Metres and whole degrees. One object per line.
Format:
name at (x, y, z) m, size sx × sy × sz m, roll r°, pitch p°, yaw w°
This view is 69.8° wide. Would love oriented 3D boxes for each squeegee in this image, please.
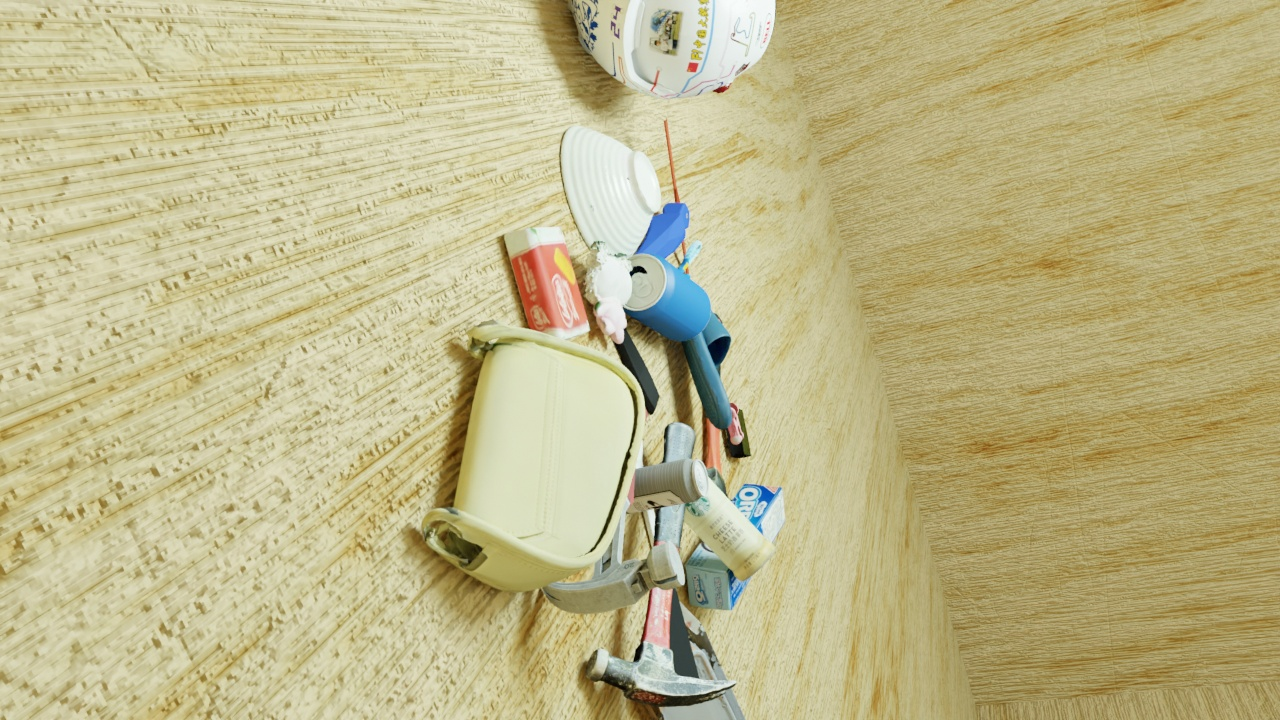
squeegee at (0.032, -0.171, 1.226) m, size 0.184 × 0.055 × 0.250 m, roll -54°, pitch 142°, yaw -48°

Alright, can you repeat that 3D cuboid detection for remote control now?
remote control at (-0.006, 0.006, 1.084) m, size 0.125 × 0.010 × 0.039 m, roll 64°, pitch 25°, yaw -26°

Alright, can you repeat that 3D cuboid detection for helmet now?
helmet at (0.028, -0.461, 1.160) m, size 0.314 × 0.236 × 0.231 m, roll -107°, pitch -159°, yaw -51°

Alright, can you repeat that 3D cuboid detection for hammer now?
hammer at (0.035, 0.195, 0.938) m, size 0.140 × 0.037 × 0.325 m, roll 23°, pitch 43°, yaw -13°
hammer at (0.104, 0.062, 1.299) m, size 0.133 × 0.033 × 0.332 m, roll 51°, pitch 32°, yaw -43°
hammer at (-0.024, 0.123, 0.874) m, size 0.315 × 0.126 × 0.036 m, roll -85°, pitch 154°, yaw -64°

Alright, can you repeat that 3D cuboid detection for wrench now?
wrench at (0.017, 0.200, 1.024) m, size 0.047 × 0.009 × 0.273 m, roll -14°, pitch 90°, yaw -68°

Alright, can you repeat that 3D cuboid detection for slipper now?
slipper at (0.091, -0.009, 1.225) m, size 0.104 × 0.059 × 0.213 m, roll 90°, pitch -14°, yaw -66°

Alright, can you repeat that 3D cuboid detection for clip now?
clip at (0.130, 0.087, 1.280) m, size 0.037 × 0.022 × 0.058 m, roll -43°, pitch 120°, yaw -70°

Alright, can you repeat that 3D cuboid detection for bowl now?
bowl at (-0.022, -0.204, 1.095) m, size 0.177 × 0.071 × 0.177 m, roll 46°, pitch 37°, yaw -51°

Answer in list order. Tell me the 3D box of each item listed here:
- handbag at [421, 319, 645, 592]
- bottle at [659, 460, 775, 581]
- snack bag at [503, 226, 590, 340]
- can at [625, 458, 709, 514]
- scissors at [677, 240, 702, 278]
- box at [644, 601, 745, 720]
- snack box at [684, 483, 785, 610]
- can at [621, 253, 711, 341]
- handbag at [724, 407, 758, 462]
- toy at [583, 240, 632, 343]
handbag at (-0.087, 0.083, 0.756) m, size 0.191 × 0.089 × 0.232 m, roll 36°, pitch 42°, yaw -33°
bottle at (0.079, 0.175, 1.049) m, size 0.162 × 0.057 × 0.056 m, roll 46°, pitch 21°, yaw 8°
snack bag at (-0.090, -0.073, 0.895) m, size 0.076 × 0.036 × 0.116 m, roll -25°, pitch 100°, yaw -69°
can at (0.013, 0.128, 0.926) m, size 0.044 × 0.107 × 0.044 m, roll 47°, pitch 36°, yaw -50°
scissors at (0.053, -0.121, 1.236) m, size 0.105 × 0.019 × 0.131 m, roll -68°, pitch 165°, yaw 17°
box at (0.058, 0.372, 0.970) m, size 0.104 × 0.096 × 0.216 m, roll -36°, pitch 117°, yaw -25°
snack box at (0.124, 0.229, 1.157) m, size 0.225 × 0.059 × 0.059 m, roll -37°, pitch 124°, yaw -57°
can at (0.028, -0.076, 1.126) m, size 0.146 × 0.079 × 0.079 m, roll 26°, pitch 53°, yaw -62°
handbag at (0.161, 0.116, 1.421) m, size 0.178 × 0.027 × 0.084 m, roll 22°, pitch 57°, yaw -70°
toy at (-0.037, -0.074, 1.022) m, size 0.095 × 0.041 × 0.109 m, roll 17°, pitch 67°, yaw -64°
